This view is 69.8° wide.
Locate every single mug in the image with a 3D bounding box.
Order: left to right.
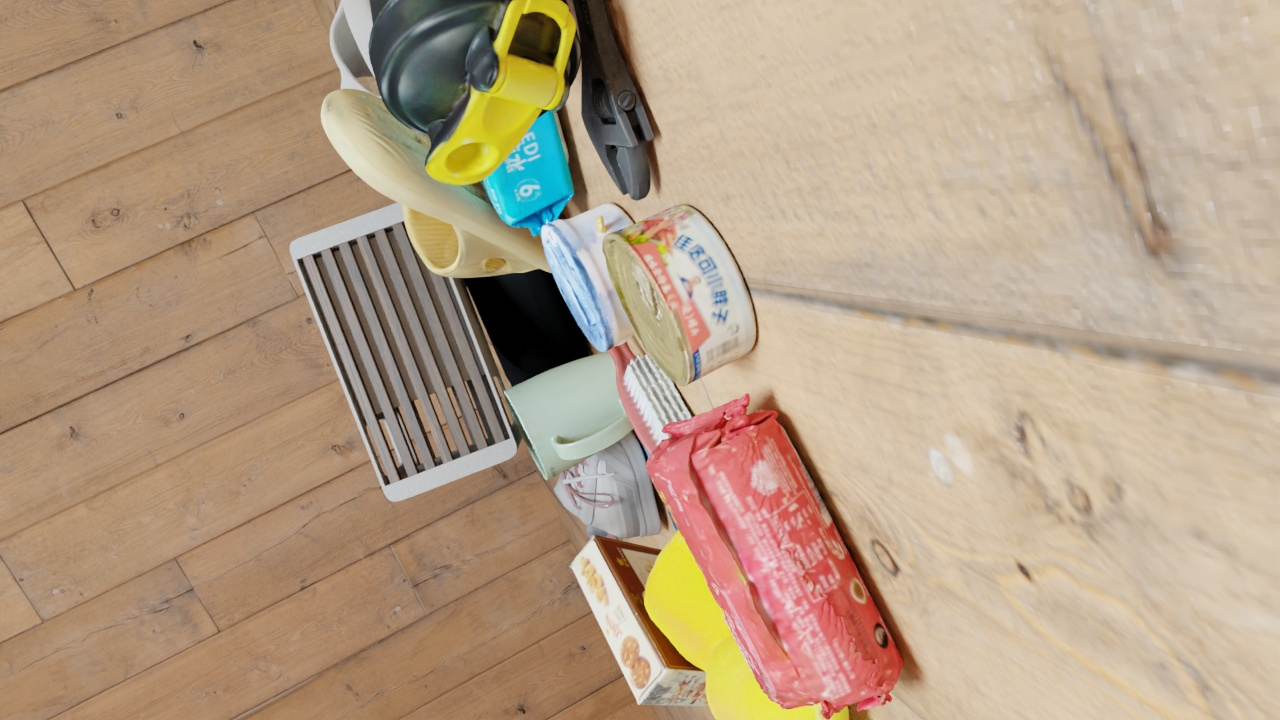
[{"bbox_3d":[-0.047,0.046,0.765,0.111,0.104,0.084,41,155,63],"label":"mug"}]

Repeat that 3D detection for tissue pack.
[{"bbox_3d":[-0.090,-0.163,0.612,0.145,0.061,0.092,79,165,-48],"label":"tissue pack"}]

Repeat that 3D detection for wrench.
[{"bbox_3d":[-0.030,-0.191,0.410,0.073,0.018,0.273,52,162,47],"label":"wrench"}]

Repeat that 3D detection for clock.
[{"bbox_3d":[-0.027,-0.053,0.600,0.089,0.052,0.125,63,168,-1],"label":"clock"}]

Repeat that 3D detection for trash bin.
[{"bbox_3d":[-0.198,-0.009,0.807,0.114,0.114,0.229,-170,59,-85],"label":"trash bin"}]

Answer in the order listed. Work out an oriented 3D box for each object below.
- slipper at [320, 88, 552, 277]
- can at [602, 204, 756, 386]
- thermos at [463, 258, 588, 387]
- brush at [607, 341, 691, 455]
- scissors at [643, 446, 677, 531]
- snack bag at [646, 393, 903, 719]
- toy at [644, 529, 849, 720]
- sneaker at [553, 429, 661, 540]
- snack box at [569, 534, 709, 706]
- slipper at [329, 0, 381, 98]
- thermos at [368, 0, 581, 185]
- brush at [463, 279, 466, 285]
[{"bbox_3d":[-0.147,-0.115,0.676,0.111,0.079,0.261,58,-165,21],"label":"slipper"},{"bbox_3d":[0.019,-0.033,0.465,0.086,0.043,0.086,59,167,21],"label":"can"},{"bbox_3d":[-0.105,-0.036,0.885,0.086,0.086,0.199,49,161,51],"label":"thermos"},{"bbox_3d":[-0.004,0.004,0.671,0.172,0.040,0.030,60,151,28],"label":"brush"},{"bbox_3d":[0.023,0.118,0.847,0.140,0.013,0.118,63,172,3],"label":"scissors"},{"bbox_3d":[0.068,0.104,0.468,0.176,0.082,0.082,62,168,3],"label":"snack bag"},{"bbox_3d":[0.072,0.205,0.648,0.193,0.087,0.135,54,161,42],"label":"toy"},{"bbox_3d":[-0.044,0.113,0.911,0.236,0.089,0.099,76,170,-47],"label":"sneaker"},{"bbox_3d":[0.029,0.220,0.771,0.147,0.041,0.143,21,-158,-41],"label":"snack box"},{"bbox_3d":[-0.193,-0.209,0.758,0.265,0.081,0.113,19,-130,-81],"label":"slipper"},{"bbox_3d":[-0.095,-0.202,0.443,0.098,0.098,0.220,96,157,-69],"label":"thermos"},{"bbox_3d":[-0.162,-0.081,0.893,0.008,0.143,0.045,-141,35,-61],"label":"brush"}]
